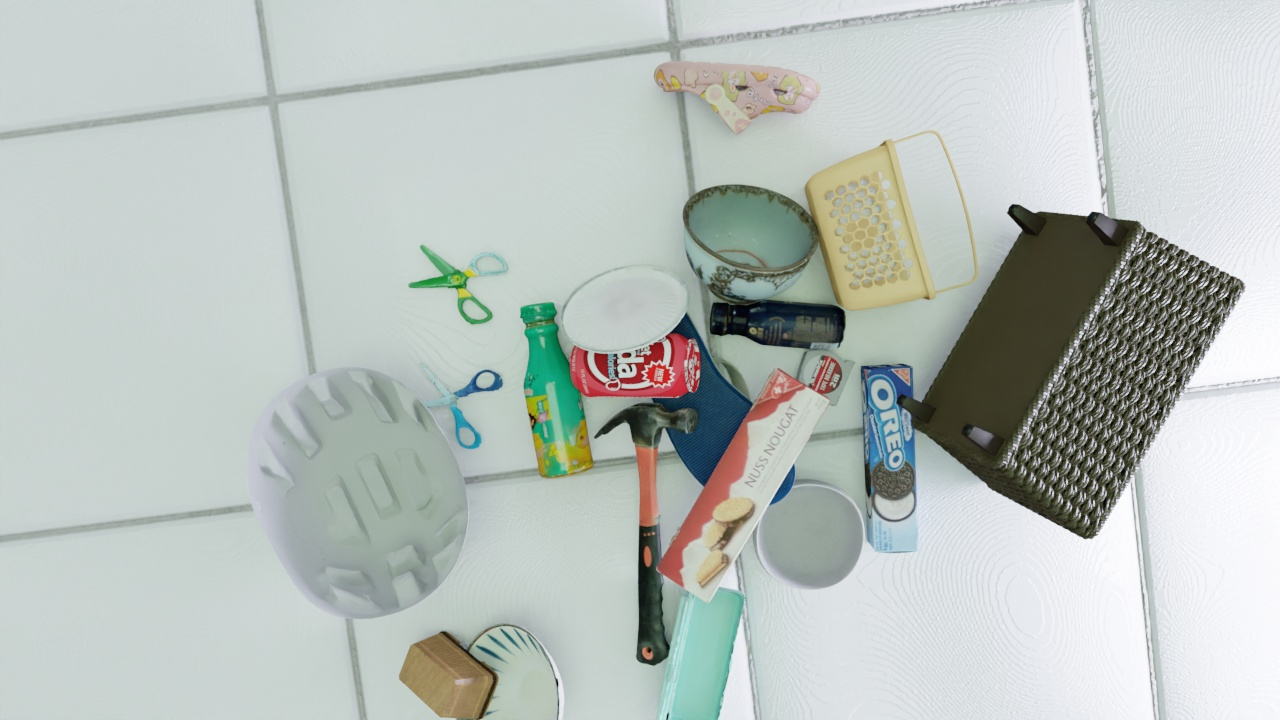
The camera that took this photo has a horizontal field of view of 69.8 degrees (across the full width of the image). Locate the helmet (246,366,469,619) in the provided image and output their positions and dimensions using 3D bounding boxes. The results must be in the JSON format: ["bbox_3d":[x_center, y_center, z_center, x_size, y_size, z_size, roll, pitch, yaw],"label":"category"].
[{"bbox_3d":[-0.323,0.146,1.060,0.224,0.184,0.282,-30,106,-12],"label":"helmet"}]

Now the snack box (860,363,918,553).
[{"bbox_3d":[0.304,0.118,1.119,0.059,0.059,0.226,-2,93,5],"label":"snack box"}]

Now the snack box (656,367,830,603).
[{"bbox_3d":[0.117,0.143,1.051,0.076,0.044,0.273,32,95,10],"label":"snack box"}]

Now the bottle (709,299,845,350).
[{"bbox_3d":[0.165,-0.045,1.111,0.161,0.056,0.056,5,93,2],"label":"bottle"}]

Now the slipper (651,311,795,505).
[{"bbox_3d":[0.077,0.052,1.120,0.118,0.060,0.295,-34,79,8],"label":"slipper"}]

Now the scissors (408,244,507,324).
[{"bbox_3d":[-0.221,-0.106,1.136,0.128,0.012,0.121,45,92,-3],"label":"scissors"}]

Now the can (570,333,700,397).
[{"bbox_3d":[-0.006,0.006,1.078,0.143,0.074,0.074,0,93,18],"label":"can"}]

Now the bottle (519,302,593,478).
[{"bbox_3d":[-0.107,0.035,1.114,0.068,0.068,0.209,-10,93,1],"label":"bottle"}]

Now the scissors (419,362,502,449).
[{"bbox_3d":[-0.227,0.045,1.146,0.129,0.014,0.127,-42,88,6],"label":"scissors"}]

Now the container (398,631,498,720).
[{"bbox_3d":[-0.237,0.383,1.112,0.114,0.061,0.063,25,95,36],"label":"container"}]

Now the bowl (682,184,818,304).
[{"bbox_3d":[0.121,-0.124,1.079,0.160,0.159,0.094,11,135,0],"label":"bowl"}]

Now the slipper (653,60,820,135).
[{"bbox_3d":[0.111,-0.309,1.085,0.197,0.093,0.081,6,104,1],"label":"slipper"}]

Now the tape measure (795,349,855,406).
[{"bbox_3d":[0.225,0.018,1.132,0.062,0.020,0.060,24,88,-2],"label":"tape measure"}]

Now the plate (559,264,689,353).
[{"bbox_3d":[-0.019,-0.060,1.083,0.157,0.156,0.014,-15,132,1],"label":"plate"}]

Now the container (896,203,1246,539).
[{"bbox_3d":[0.457,-0.006,1.020,0.205,0.176,0.321,28,93,-22],"label":"container"}]

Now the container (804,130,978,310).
[{"bbox_3d":[0.293,-0.158,1.068,0.167,0.129,0.183,-17,94,9],"label":"container"}]

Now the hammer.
[{"bbox_3d":[0.010,0.216,1.122,0.133,0.033,0.333,4,101,31],"label":"hammer"}]

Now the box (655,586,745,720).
[{"bbox_3d":[0.071,0.373,1.124,0.078,0.109,0.187,12,91,18],"label":"box"}]

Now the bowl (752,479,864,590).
[{"bbox_3d":[0.202,0.208,1.121,0.132,0.064,0.132,0,93,1],"label":"bowl"}]

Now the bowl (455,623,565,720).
[{"bbox_3d":[-0.142,0.411,1.119,0.178,0.070,0.177,-10,74,37],"label":"bowl"}]
